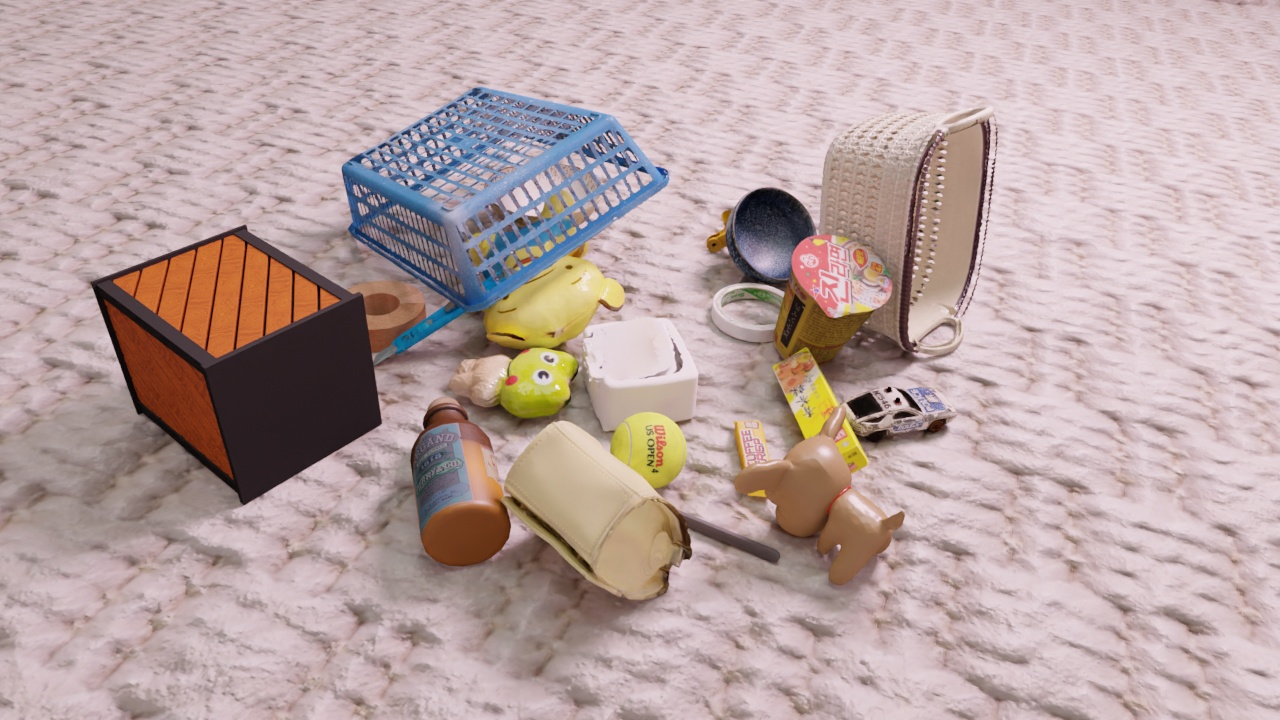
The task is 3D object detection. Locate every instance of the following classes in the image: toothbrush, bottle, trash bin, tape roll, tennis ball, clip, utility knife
[{"bbox_3d":[0.035,0.131,0.752,0.167,0.013,0.013,19,31,20],"label":"toothbrush"},{"bbox_3d":[-0.151,0.088,0.747,0.067,0.068,0.156,-8,38,-15],"label":"bottle"},{"bbox_3d":[-0.342,-0.003,0.793,0.172,0.140,0.139,28,43,29],"label":"trash bin"},{"bbox_3d":[-0.271,-0.047,0.954,0.094,0.027,0.093,2,36,-2],"label":"tape roll"},{"bbox_3d":[0.125,-0.054,1.005,0.094,0.018,0.093,2,37,-2],"label":"tape roll"},{"bbox_3d":[0.007,0.076,0.778,0.065,0.065,0.065,2,37,-2],"label":"tennis ball"},{"bbox_3d":[0.106,-0.150,1.115,0.048,0.054,0.046,13,55,47],"label":"clip"},{"bbox_3d":[-0.194,-0.044,0.910,0.175,0.015,0.031,-34,37,1],"label":"utility knife"}]

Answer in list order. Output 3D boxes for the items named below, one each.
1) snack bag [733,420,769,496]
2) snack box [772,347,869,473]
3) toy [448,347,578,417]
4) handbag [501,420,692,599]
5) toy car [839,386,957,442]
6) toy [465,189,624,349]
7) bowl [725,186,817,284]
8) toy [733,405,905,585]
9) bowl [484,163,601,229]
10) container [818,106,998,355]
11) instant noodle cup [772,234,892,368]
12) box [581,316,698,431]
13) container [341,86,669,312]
[{"bbox_3d":[0.100,0.084,0.815,0.026,0.020,0.099,0,36,-2],"label":"snack bag"},{"bbox_3d":[0.164,0.047,0.848,0.040,0.029,0.147,-31,36,12],"label":"snack box"},{"bbox_3d":[-0.120,0.018,0.866,0.118,0.043,0.092,5,38,5],"label":"toy"},{"bbox_3d":[-0.027,0.117,0.691,0.119,0.111,0.081,35,84,39],"label":"handbag"},{"bbox_3d":[0.243,0.044,0.864,0.112,0.041,0.048,-7,39,-16],"label":"toy car"},{"bbox_3d":[-0.106,-0.083,0.969,0.149,0.084,0.213,-27,41,-2],"label":"toy"},{"bbox_3d":[0.144,-0.140,1.074,0.114,0.061,0.114,5,77,-23],"label":"bowl"},{"bbox_3d":[0.148,0.111,0.722,0.133,0.106,0.108,-27,63,-35],"label":"toy"},{"bbox_3d":[-0.119,-0.184,1.122,0.145,0.063,0.145,2,36,-2],"label":"bowl"},{"bbox_3d":[0.278,-0.142,0.962,0.143,0.252,0.184,19,36,36],"label":"container"},{"bbox_3d":[0.182,-0.052,0.916,0.100,0.113,0.100,6,53,-8],"label":"instant noodle cup"},{"bbox_3d":[-0.004,-0.005,0.866,0.102,0.095,0.107,-6,35,-14],"label":"box"},{"bbox_3d":[-0.174,-0.201,1.001,0.256,0.089,0.362,-37,37,-19],"label":"container"}]
